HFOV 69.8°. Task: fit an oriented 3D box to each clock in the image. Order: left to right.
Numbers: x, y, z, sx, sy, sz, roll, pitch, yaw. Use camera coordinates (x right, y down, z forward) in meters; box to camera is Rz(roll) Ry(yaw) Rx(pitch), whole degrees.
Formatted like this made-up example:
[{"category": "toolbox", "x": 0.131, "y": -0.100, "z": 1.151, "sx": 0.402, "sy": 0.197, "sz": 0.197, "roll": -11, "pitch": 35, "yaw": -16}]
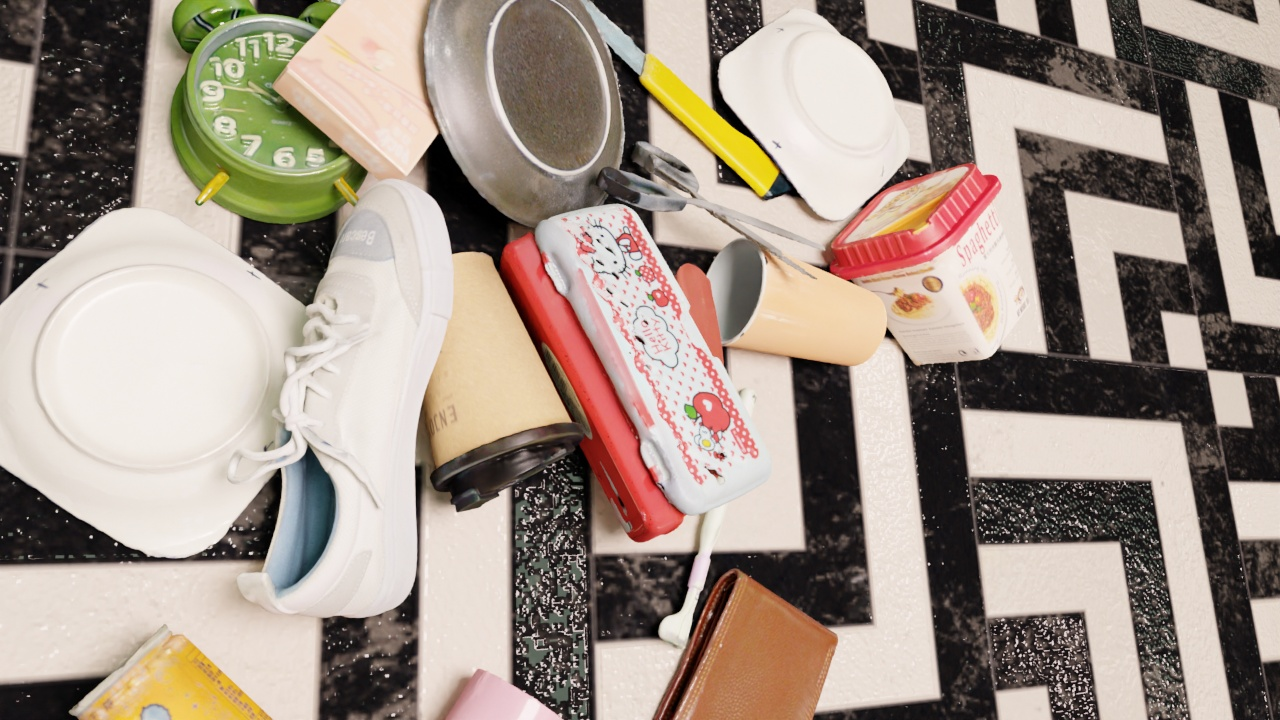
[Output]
[{"category": "clock", "x": -0.215, "y": -0.161, "z": 0.547, "sx": 0.116, "sy": 0.056, "sz": 0.161, "roll": -1, "pitch": 77, "yaw": -27}]

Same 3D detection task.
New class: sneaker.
[{"category": "sneaker", "x": -0.164, "y": 0.016, "z": 0.490, "sx": 0.090, "sy": 0.090, "sz": 0.242, "roll": 14, "pitch": 78, "yaw": -54}]

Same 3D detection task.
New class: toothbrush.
[{"category": "toothbrush", "x": 0.049, "y": 0.102, "z": 0.629, "sx": 0.029, "sy": 0.020, "sz": 0.189, "roll": 45, "pitch": 57, "yaw": -44}]

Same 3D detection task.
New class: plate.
[{"category": "plate", "x": -0.260, "y": 0.006, "z": 0.495, "sx": 0.163, "sy": 0.034, "sz": 0.164, "roll": 38, "pitch": 64, "yaw": -13}, {"category": "plate", "x": -0.062, "y": -0.173, "z": 0.587, "sx": 0.179, "sy": 0.024, "sz": 0.179, "roll": 5, "pitch": 84, "yaw": -50}, {"category": "plate", "x": 0.155, "y": -0.210, "z": 0.745, "sx": 0.163, "sy": 0.034, "sz": 0.163, "roll": 50, "pitch": 56, "yaw": -6}]

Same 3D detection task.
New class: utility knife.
[{"category": "utility knife", "x": 0.031, "y": -0.199, "z": 0.698, "sx": 0.223, "sy": 0.015, "sz": 0.033, "roll": 40, "pitch": 58, "yaw": -13}]

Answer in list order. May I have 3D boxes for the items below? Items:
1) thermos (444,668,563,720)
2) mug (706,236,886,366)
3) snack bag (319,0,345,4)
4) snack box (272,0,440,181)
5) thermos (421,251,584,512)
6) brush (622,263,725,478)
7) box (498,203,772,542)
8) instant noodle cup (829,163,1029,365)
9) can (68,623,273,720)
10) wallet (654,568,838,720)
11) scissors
[{"category": "thermos", "x": -0.109, "y": 0.273, "z": 0.486, "sx": 0.198, "sy": 0.067, "sz": 0.087, "roll": -59, "pitch": 134, "yaw": -26}, {"category": "mug", "x": 0.114, "y": -0.036, "z": 0.667, "sx": 0.122, "sy": 0.078, "sz": 0.078, "roll": 14, "pitch": 71, "yaw": -28}, {"category": "snack bag", "x": -0.121, "y": -0.223, "z": 0.619, "sx": 0.191, "sy": 0.039, "sz": 0.110, "roll": 39, "pitch": 57, "yaw": -15}, {"category": "snack box", "x": -0.139, "y": -0.186, "z": 0.547, "sx": 0.084, "sy": 0.026, "sz": 0.156, "roll": 43, "pitch": 55, "yaw": -26}, {"category": "thermos", "x": -0.095, "y": 0.012, "z": 0.546, "sx": 0.092, "sy": 0.093, "sz": 0.143, "roll": -15, "pitch": 77, "yaw": -28}, {"category": "brush", "x": 0.030, "y": 0.012, "z": 0.613, "sx": 0.063, "sy": 0.069, "sz": 0.145, "roll": -3, "pitch": 78, "yaw": -26}, {"category": "box", "x": -0.001, "y": 0.002, "z": 0.566, "sx": 0.100, "sy": 0.095, "sz": 0.201, "roll": -25, "pitch": 79, "yaw": -17}, {"category": "instant noodle cup", "x": 0.232, "y": -0.069, "z": 0.715, "sx": 0.116, "sy": 0.117, "sz": 0.124, "roll": -45, "pitch": 109, "yaw": -28}, {"category": "can", "x": -0.206, "y": 0.202, "z": 0.456, "sx": 0.146, "sy": 0.058, "sz": 0.058, "roll": 47, "pitch": 62, "yaw": -8}, {"category": "wallet", "x": 0.073, "y": 0.214, "z": 0.606, "sx": 0.101, "sy": 0.032, "sz": 0.124, "roll": 36, "pitch": 65, "yaw": -17}, {"category": "scissors", "x": 0.048, "y": -0.106, "z": 0.632, "sx": 0.181, "sy": 0.014, "sz": 0.159, "roll": 10, "pitch": 34, "yaw": -29}]
